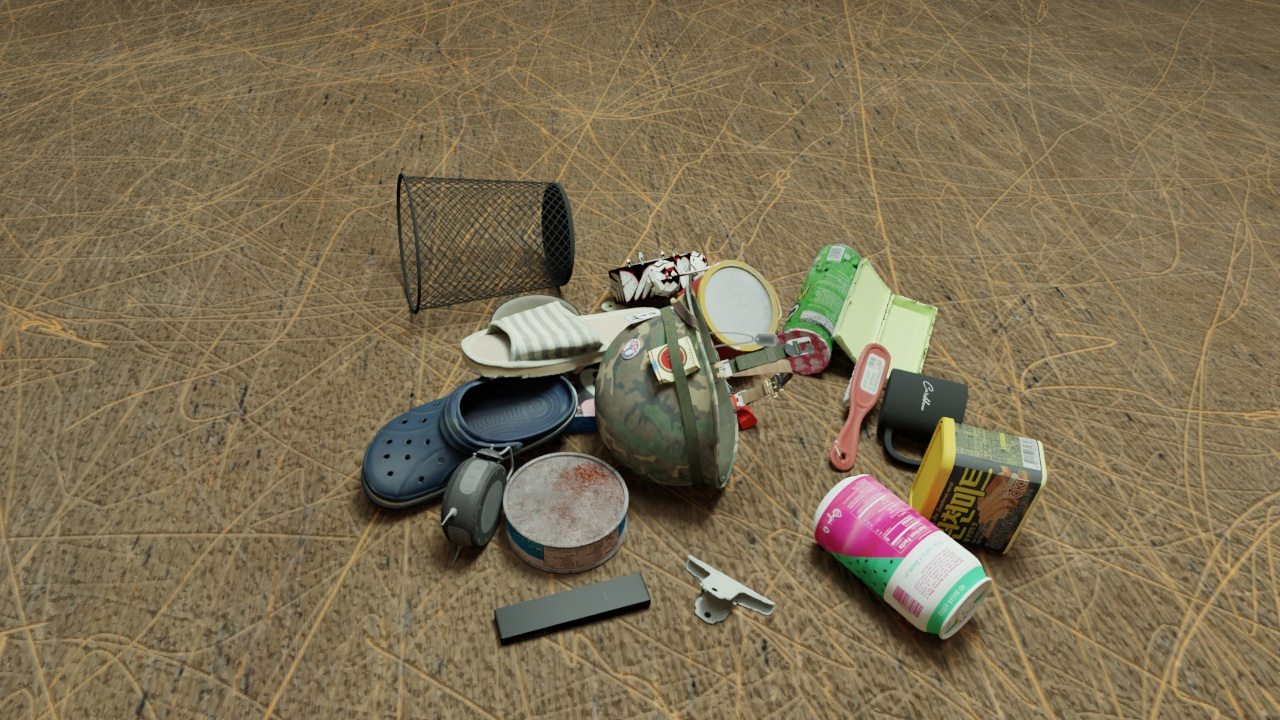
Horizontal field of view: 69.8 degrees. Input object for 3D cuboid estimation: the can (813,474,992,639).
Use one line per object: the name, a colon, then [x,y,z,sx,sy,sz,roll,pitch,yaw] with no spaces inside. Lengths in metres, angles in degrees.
can: [0.256,0.192,0.912,0.088,0.088,0.166,-26,49,-30]

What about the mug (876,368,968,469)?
mug: [0.326,0.072,1.077,0.088,0.078,0.113,14,68,12]

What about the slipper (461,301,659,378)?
slipper: [-0.078,-0.032,1.078,0.272,0.054,0.114,-11,27,-30]

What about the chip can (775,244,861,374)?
chip can: [0.244,-0.075,1.238,0.075,0.076,0.222,16,41,15]

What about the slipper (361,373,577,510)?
slipper: [-0.188,0.070,1.000,0.252,0.095,0.105,-23,68,-19]

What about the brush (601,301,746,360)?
brush: [0.039,-0.040,1.231,0.218,0.012,0.033,23,44,24]

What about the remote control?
remote control: [-0.065,0.241,0.893,0.150,0.013,0.034,-11,42,-15]

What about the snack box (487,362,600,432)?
snack box: [-0.107,0.045,1.100,0.154,0.033,0.087,-1,46,-4]

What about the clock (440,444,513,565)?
clock: [-0.171,0.141,0.944,0.044,0.091,0.122,12,47,11]

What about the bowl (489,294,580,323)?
bowl: [-0.132,-0.027,1.167,0.115,0.059,0.115,2,41,-2]

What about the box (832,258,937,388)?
box: [0.322,-0.043,1.218,0.140,0.048,0.187,36,44,-6]

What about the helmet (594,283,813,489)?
helmet: [0.067,0.026,1.004,0.236,0.192,0.224,3,79,13]

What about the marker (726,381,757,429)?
marker: [0.099,0.031,1.144,0.023,0.021,0.145,4,35,-35]

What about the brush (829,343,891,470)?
brush: [0.257,0.056,1.094,0.041,0.030,0.172,28,66,-6]

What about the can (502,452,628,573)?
can: [-0.078,0.158,0.966,0.130,0.044,0.129,2,40,-2]

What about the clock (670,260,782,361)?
clock: [0.115,-0.061,1.169,0.158,0.081,0.117,-17,84,-33]

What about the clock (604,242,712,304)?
clock: [0.029,-0.120,1.228,0.114,0.065,0.155,-20,11,-43]

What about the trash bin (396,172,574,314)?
trash bin: [-0.210,-0.164,1.244,0.210,0.184,0.184,-7,41,-20]

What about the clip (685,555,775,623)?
clip: [0.078,0.234,0.910,0.102,0.041,0.054,25,27,25]

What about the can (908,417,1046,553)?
can: [0.348,0.133,0.957,0.101,0.131,0.072,12,41,7]
